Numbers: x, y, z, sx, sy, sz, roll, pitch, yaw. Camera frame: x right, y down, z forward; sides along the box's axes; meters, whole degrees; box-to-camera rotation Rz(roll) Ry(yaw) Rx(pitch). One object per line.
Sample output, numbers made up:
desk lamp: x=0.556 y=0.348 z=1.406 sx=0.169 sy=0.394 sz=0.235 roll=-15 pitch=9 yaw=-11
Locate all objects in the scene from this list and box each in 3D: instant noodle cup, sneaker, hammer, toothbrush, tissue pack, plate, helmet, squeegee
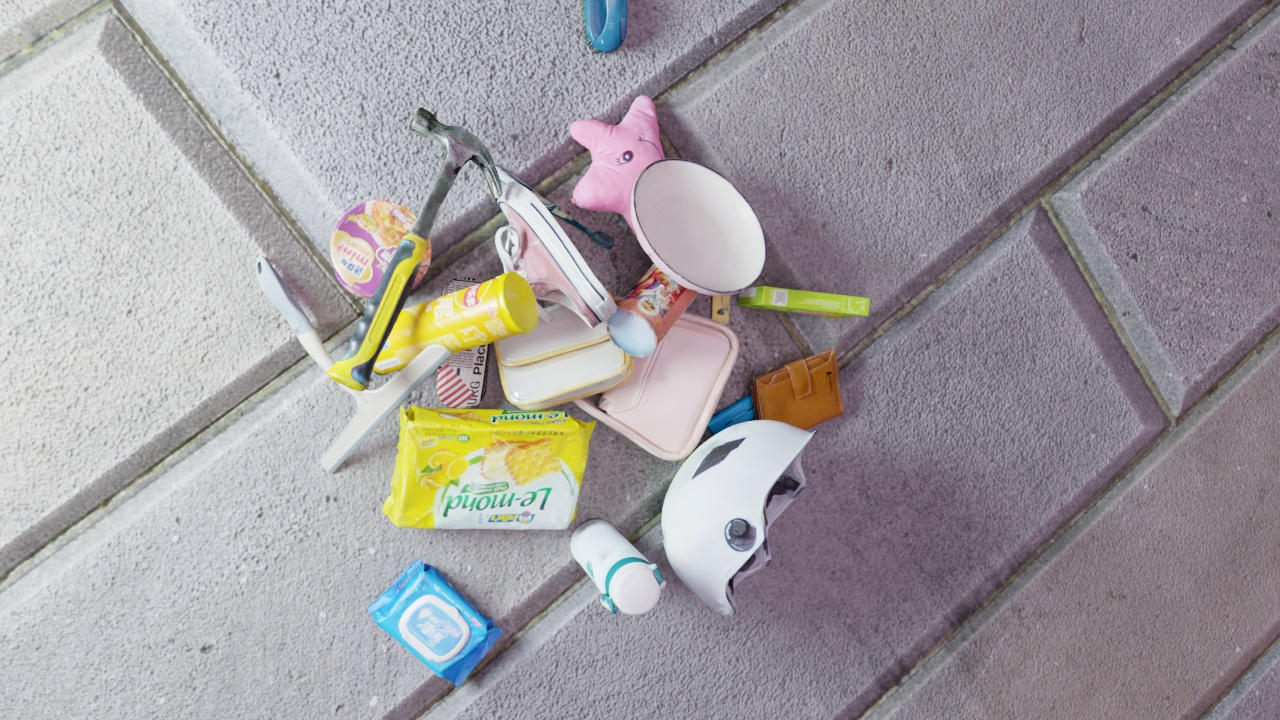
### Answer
instant noodle cup: x=-0.309 y=-0.120 z=1.072 sx=0.111 sy=0.099 sz=0.111 roll=3 pitch=83 yaw=-24
sneaker: x=-0.121 y=-0.119 z=1.089 sx=0.088 sy=0.118 sz=0.241 roll=-36 pitch=60 yaw=-2
hammer: x=-0.255 y=-0.117 z=1.024 sx=0.126 sy=0.032 sz=0.322 roll=26 pitch=74 yaw=-20
toothbrush: x=-0.113 y=-0.198 z=1.171 sx=0.191 sy=0.018 sz=0.016 roll=32 pitch=60 yaw=-16
tissue pack: x=-0.254 y=0.330 z=1.147 sx=0.095 sy=0.052 sz=0.157 roll=-46 pitch=104 yaw=-8
plate: x=0.066 y=-0.158 z=1.121 sx=0.192 sy=0.039 sz=0.192 roll=16 pitch=57 yaw=-25
helmet: x=0.112 y=0.178 z=1.169 sx=0.146 sy=0.228 sz=0.259 roll=25 pitch=113 yaw=17
squeegee: x=-0.377 y=-0.025 z=1.066 sx=0.247 sy=0.039 sz=0.246 roll=-41 pitch=87 yaw=25

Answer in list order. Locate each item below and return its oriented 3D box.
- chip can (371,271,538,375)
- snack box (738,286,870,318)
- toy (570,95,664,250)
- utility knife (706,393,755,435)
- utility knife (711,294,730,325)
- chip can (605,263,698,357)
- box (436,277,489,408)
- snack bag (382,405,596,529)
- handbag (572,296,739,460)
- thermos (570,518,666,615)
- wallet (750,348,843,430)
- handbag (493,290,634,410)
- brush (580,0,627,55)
chip can: x=-0.225 y=-0.039 z=1.064 sx=0.214 sy=0.071 sz=0.072 roll=-16 pitch=100 yaw=23
snack box: x=0.220 y=-0.078 z=1.239 sx=0.156 sy=0.086 sz=0.026 roll=5 pitch=90 yaw=-17
toy: x=-0.013 y=-0.226 z=1.165 sx=0.178 sy=0.075 sz=0.194 roll=-32 pitch=100 yaw=-26
utility knife: x=0.164 y=0.056 z=1.266 sx=0.165 sy=0.018 sz=0.034 roll=-31 pitch=101 yaw=-13
utility knife: x=0.114 y=-0.122 z=1.245 sx=0.031 sy=0.018 sz=0.152 roll=3 pitch=97 yaw=-10
chip can: x=0.038 y=-0.093 z=1.140 sx=0.071 sy=0.071 sz=0.214 roll=50 pitch=48 yaw=-13
box: x=-0.222 y=-0.021 z=1.144 sx=0.074 sy=0.064 sz=0.164 roll=4 pitch=93 yaw=-39
snack bag: x=-0.184 y=0.129 z=1.125 sx=0.246 sy=0.068 sz=0.158 roll=4 pitch=118 yaw=-17
handbag: x=-0.007 y=0.007 z=1.191 sx=0.234 sy=0.093 sz=0.193 roll=23 pitch=88 yaw=-8
thermos: x=-0.033 y=0.251 z=1.116 sx=0.073 sy=0.224 sz=0.073 roll=-1 pitch=94 yaw=-15
wallet: x=0.214 y=0.044 z=1.260 sx=0.130 sy=0.035 sz=0.119 roll=-20 pitch=117 yaw=-18
handbag: x=-0.105 y=-0.040 z=1.142 sx=0.163 sy=0.063 sz=0.178 roll=-17 pitch=79 yaw=1
brush: x=-0.042 y=-0.460 z=1.146 sx=0.055 sy=0.073 sz=0.144 roll=-2 pitch=94 yaw=-21
